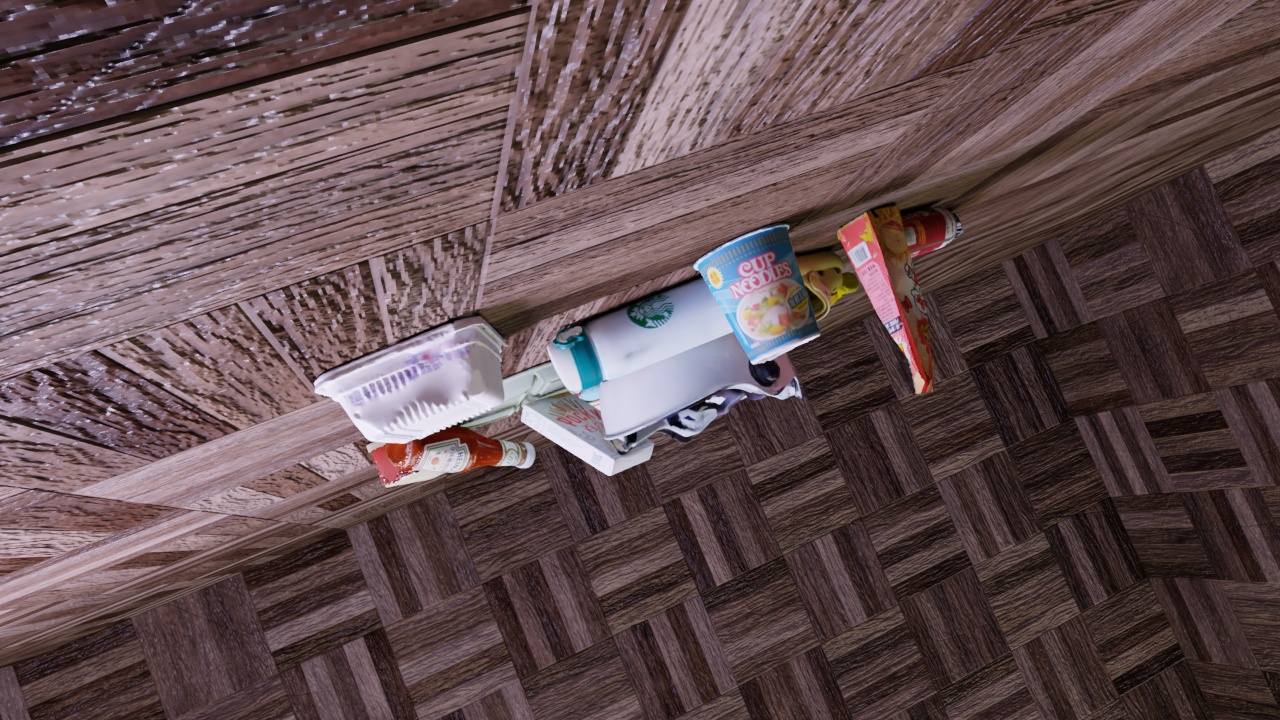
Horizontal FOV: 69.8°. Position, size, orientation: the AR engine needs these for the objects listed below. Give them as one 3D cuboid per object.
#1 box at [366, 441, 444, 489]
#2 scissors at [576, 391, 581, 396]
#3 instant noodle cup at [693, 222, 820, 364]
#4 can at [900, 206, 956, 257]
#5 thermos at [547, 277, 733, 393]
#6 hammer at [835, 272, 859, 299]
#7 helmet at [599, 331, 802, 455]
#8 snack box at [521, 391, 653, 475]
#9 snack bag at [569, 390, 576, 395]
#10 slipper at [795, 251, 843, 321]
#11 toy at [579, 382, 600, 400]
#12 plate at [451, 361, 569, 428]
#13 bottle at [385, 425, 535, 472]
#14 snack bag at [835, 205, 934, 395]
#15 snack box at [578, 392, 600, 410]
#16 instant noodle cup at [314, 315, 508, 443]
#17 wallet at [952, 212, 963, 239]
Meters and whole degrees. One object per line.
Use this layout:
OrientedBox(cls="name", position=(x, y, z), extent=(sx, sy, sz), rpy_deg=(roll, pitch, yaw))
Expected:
OrientedBox(cls="box", position=(-0.285, 0.130, 1.222), extent=(0.091, 0.077, 0.168), rpy_deg=(-24, 174, 6))
OrientedBox(cls="scissors", position=(-0.044, 0.019, 1.446), extent=(0.220, 0.021, 0.231), rpy_deg=(-25, 173, -20))
OrientedBox(cls="instant noodle cup", position=(0.116, -0.059, 0.862), extent=(0.099, 0.110, 0.099), rpy_deg=(-23, 174, -3))
OrientedBox(cls="can", position=(0.327, -0.152, 1.111), extent=(0.132, 0.053, 0.053), rpy_deg=(-19, 173, -38))
OrientedBox(cls="thermos", position=(0.016, -0.034, 0.938), extent=(0.224, 0.073, 0.073), rpy_deg=(-22, 175, -8))
OrientedBox(cls="hammer", position=(0.208, -0.057, 1.389), extent=(0.125, 0.032, 0.324), rpy_deg=(-18, 171, -37))
OrientedBox(cls="helmet", position=(0.054, 0.008, 1.076), extent=(0.230, 0.146, 0.258), rpy_deg=(-26, 166, 36))
OrientedBox(cls="snack box", position=(-0.068, 0.091, 1.170), extent=(0.084, 0.157, 0.027), rpy_deg=(-16, 128, -51))
OrientedBox(cls="snack bag", position=(-0.110, 0.051, 1.357), extent=(0.048, 0.026, 0.104), rpy_deg=(-10, 153, -14))
OrientedBox(cls="slipper", position=(0.189, -0.081, 1.113), extent=(0.092, 0.081, 0.190), rpy_deg=(-23, 173, 34))
OrientedBox(cls="toy", position=(-0.008, 0.008, 1.305), extent=(0.156, 0.050, 0.161), rpy_deg=(-32, 171, 17))
OrientedBox(cls="plate", position=(-0.149, 0.041, 1.192), extent=(0.230, 0.027, 0.230), rpy_deg=(-23, 174, -3))
OrientedBox(cls="bottle", position=(-0.216, 0.112, 1.139), extent=(0.060, 0.059, 0.205), rpy_deg=(-27, 155, 35))
OrientedBox(cls="snack bag", position=(0.283, -0.061, 1.010), extent=(0.073, 0.208, 0.128), rpy_deg=(-19, 174, 13))
OrientedBox(cls="snack box", position=(-0.014, 0.061, 1.376), extent=(0.155, 0.027, 0.077), rpy_deg=(-16, 138, -13))
OrientedBox(cls="instant noodle cup", position=(-0.174, 0.024, 0.755), extent=(0.138, 0.060, 0.173), rpy_deg=(-22, 173, -3))
OrientedBox(cls="wallet", position=(0.376, -0.167, 1.268), extent=(0.130, 0.037, 0.106), rpy_deg=(-24, -175, 19))
